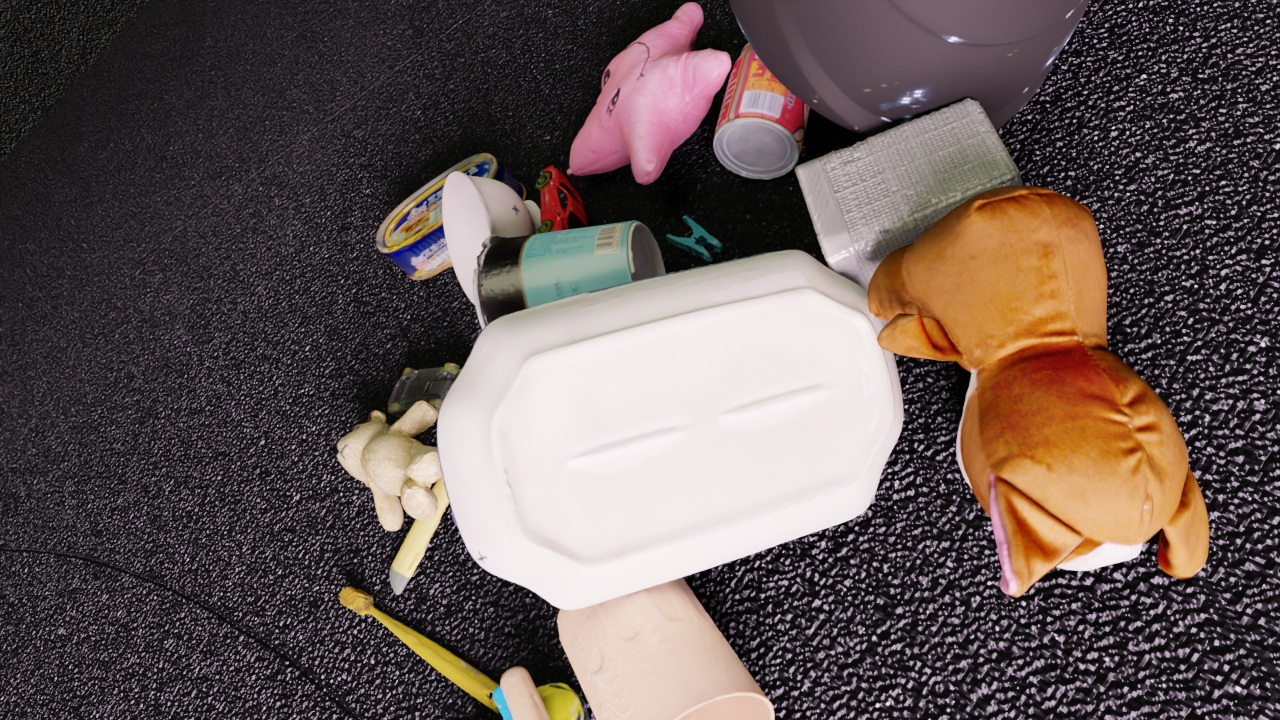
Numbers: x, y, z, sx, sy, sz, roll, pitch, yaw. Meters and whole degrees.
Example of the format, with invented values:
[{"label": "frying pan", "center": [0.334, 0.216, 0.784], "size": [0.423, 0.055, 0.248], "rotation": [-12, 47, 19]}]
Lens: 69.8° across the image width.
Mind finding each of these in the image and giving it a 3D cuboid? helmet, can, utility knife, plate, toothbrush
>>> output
[{"label": "helmet", "center": [0.167, -0.272, 0.599], "size": [0.233, 0.231, 0.274], "rotation": [-15, 39, -12]}, {"label": "can", "center": [-0.183, -0.137, 0.880], "size": [0.148, 0.049, 0.074], "rotation": [-30, 46, 15]}, {"label": "utility knife", "center": [-0.143, 0.082, 0.713], "size": [0.031, 0.021, 0.206], "rotation": [13, 75, 43]}, {"label": "plate", "center": [0.029, 0.032, 0.484], "size": [0.265, 0.162, 0.034], "rotation": [-13, 1, -16]}, {"label": "toothbrush", "center": [-0.157, 0.197, 0.641], "size": [0.190, 0.016, 0.015], "rotation": [15, 70, 42]}, {"label": "can", "center": [0.097, -0.196, 0.706], "size": [0.067, 0.066, 0.093], "rotation": [-5, 57, 34]}]

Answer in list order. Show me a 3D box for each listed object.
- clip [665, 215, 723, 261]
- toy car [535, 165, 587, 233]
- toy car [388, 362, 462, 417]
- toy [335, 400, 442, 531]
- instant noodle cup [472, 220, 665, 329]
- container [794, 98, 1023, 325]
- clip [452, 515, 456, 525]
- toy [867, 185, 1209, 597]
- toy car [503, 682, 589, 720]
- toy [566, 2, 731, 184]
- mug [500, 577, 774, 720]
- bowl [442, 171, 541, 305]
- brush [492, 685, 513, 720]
[{"label": "clip", "center": [0.043, -0.094, 0.710], "size": [0.040, 0.014, 0.056], "rotation": [-49, 45, -3]}, {"label": "toy car", "center": [-0.065, -0.125, 0.785], "size": [0.031, 0.049, 0.106], "rotation": [-24, 48, 19]}, {"label": "toy car", "center": [-0.173, 0.029, 0.762], "size": [0.091, 0.035, 0.042], "rotation": [-4, 56, 35]}, {"label": "toy", "center": [-0.188, 0.081, 0.704], "size": [0.157, 0.066, 0.105], "rotation": [11, 91, 56]}, {"label": "instant noodle cup", "center": [-0.046, -0.053, 0.690], "size": [0.121, 0.111, 0.111], "rotation": [-11, 53, 19]}, {"label": "container", "center": [0.169, -0.090, 0.563], "size": [0.114, 0.090, 0.090], "rotation": [-23, 49, 17]}, {"label": "clip", "center": [-0.118, 0.124, 0.668], "size": [0.025, 0.033, 0.057], "rotation": [-41, 38, 1]}, {"label": "toy", "center": [0.190, 0.016, 0.452], "size": [0.140, 0.131, 0.199], "rotation": [-7, 58, -15]}, {"label": "toy car", "center": [-0.076, 0.236, 0.545], "size": [0.105, 0.032, 0.048], "rotation": [-44, 44, -2]}, {"label": "toy", "center": [0.001, -0.212, 0.780], "size": [0.179, 0.074, 0.194], "rotation": [-41, 33, 23]}, {"label": "mug", "center": [-0.007, 0.179, 0.493], "size": [0.124, 0.084, 0.103], "rotation": [-32, 42, -6]}, {"label": "bowl", "center": [-0.120, -0.109, 0.793], "size": [0.064, 0.118, 0.118], "rotation": [-17, 36, -28]}, {"label": "brush", "center": [-0.032, 0.277, 0.462], "size": [0.083, 0.046, 0.254], "rotation": [-40, 48, 15]}]
